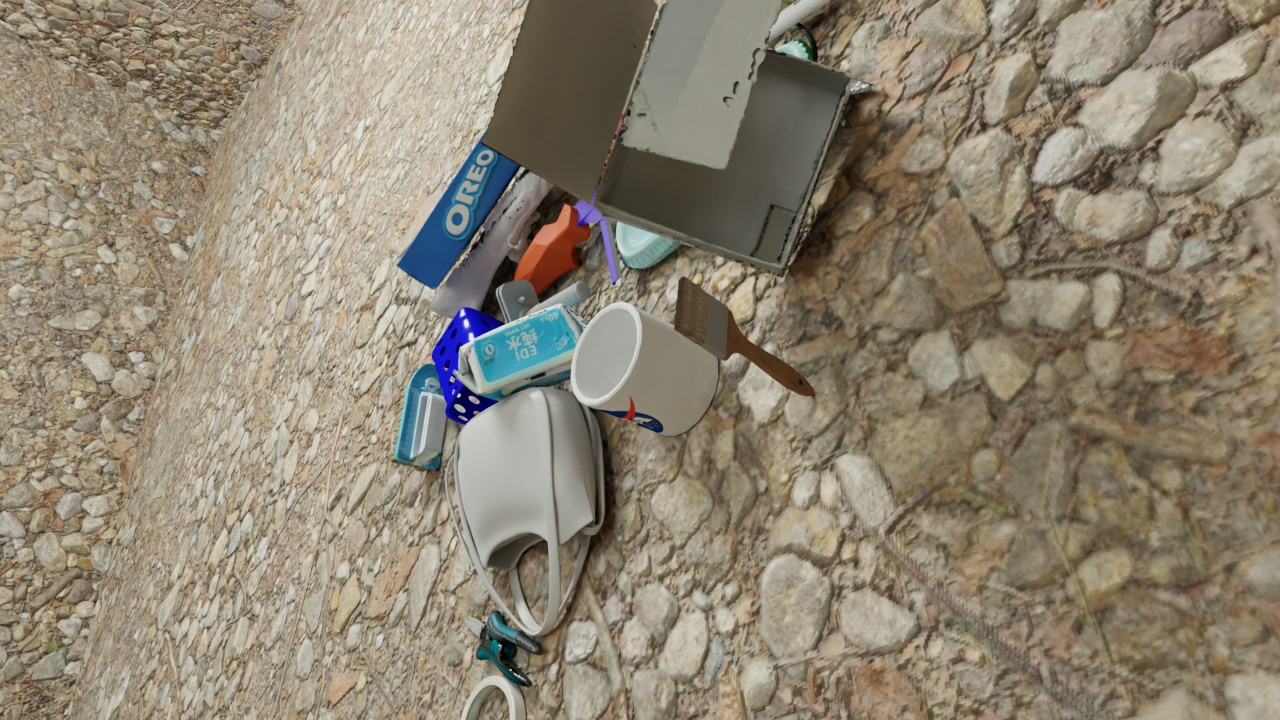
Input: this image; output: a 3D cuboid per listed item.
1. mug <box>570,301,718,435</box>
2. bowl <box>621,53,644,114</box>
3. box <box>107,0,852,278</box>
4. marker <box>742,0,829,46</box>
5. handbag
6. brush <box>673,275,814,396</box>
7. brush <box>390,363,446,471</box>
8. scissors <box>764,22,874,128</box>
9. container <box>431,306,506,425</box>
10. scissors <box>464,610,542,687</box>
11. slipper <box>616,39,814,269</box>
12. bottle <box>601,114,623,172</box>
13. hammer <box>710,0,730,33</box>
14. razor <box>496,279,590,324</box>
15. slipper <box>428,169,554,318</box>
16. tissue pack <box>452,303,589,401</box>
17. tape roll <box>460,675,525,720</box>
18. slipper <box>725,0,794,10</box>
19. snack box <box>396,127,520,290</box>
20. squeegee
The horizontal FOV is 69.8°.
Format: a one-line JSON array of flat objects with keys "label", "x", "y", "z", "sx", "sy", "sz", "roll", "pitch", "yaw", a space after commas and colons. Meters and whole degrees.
[{"label": "mug", "x": -0.005, "y": 0.005, "z": 0.796, "sx": 0.121, "sy": 0.090, "sz": 0.091, "roll": 26, "pitch": 92, "yaw": 55}, {"label": "bowl", "x": -0.025, "y": -0.298, "z": 1.025, "sx": 0.105, "sy": 0.054, "sz": 0.104, "roll": -28, "pitch": 52, "yaw": 43}, {"label": "box", "x": -0.072, "y": -0.216, "z": 0.646, "sx": 0.149, "sy": 0.505, "sz": 0.167, "roll": 23, "pitch": 95, "yaw": 59}, {"label": "marker", "x": 0.121, "y": -0.306, "z": 0.849, "sx": 0.134, "sy": 0.017, "sz": 0.020, "roll": -24, "pitch": 14, "yaw": 43}, {"label": "handbag", "x": -0.110, "y": 0.153, "z": 0.885, "sx": 0.216, "sy": 0.095, "sz": 0.222, "roll": -28, "pitch": 63, "yaw": 42}, {"label": "brush", "x": 0.077, "y": -0.006, "z": 0.651, "sx": 0.008, "sy": 0.143, "sz": 0.045, "roll": -28, "pitch": 42, "yaw": 39}, {"label": "brush", "x": -0.262, "y": 0.063, "z": 1.124, "sx": 0.076, "sy": 0.055, "sz": 0.135, "roll": -31, "pitch": 48, "yaw": 45}, {"label": "scissors", "x": 0.144, "y": -0.257, "z": 0.818, "sx": 0.210, "sy": 0.015, "sz": 0.154, "roll": 11, "pitch": 78, "yaw": 54}, {"label": "container", "x": -0.173, "y": 0.011, "z": 1.016, "sx": 0.084, "sy": 0.085, "sz": 0.113, "roll": -53, "pitch": 36, "yaw": 17}, {"label": "scissors", "x": -0.137, "y": 0.276, "z": 0.876, "sx": 0.129, "sy": 0.019, "sz": 0.138, "roll": -45, "pitch": 39, "yaw": 28}, {"label": "slipper", "x": 0.050, "y": -0.182, "z": 0.838, "sx": 0.277, "sy": 0.069, "sz": 0.115, "roll": -39, "pitch": 51, "yaw": 39}, {"label": "bottle", "x": -0.069, "y": -0.241, "z": 0.965, "sx": 0.177, "sy": 0.062, "sz": 0.062, "roll": 21, "pitch": 88, "yaw": 18}, {"label": "hammer", "x": 0.077, "y": -0.337, "z": 0.931, "sx": 0.099, "sy": 0.044, "sz": 0.322, "roll": 10, "pitch": 81, "yaw": 54}, {"label": "razor", "x": -0.093, "y": -0.055, "z": 0.953, "sx": 0.116, "sy": 0.047, "sz": 0.088, "roll": -22, "pitch": 89, "yaw": 46}, {"label": "slipper", "x": -0.168, "y": -0.140, "z": 1.101, "sx": 0.247, "sy": 0.074, "sz": 0.112, "roll": -53, "pitch": 27, "yaw": 23}, {"label": "tissue pack", "x": -0.102, "y": -0.005, "z": 0.889, "sx": 0.144, "sy": 0.093, "sz": 0.061, "roll": -23, "pitch": 81, "yaw": 3}, {"label": "tape roll", "x": -0.138, "y": 0.340, "z": 0.845, "sx": 0.093, "sy": 0.013, "sz": 0.092, "roll": -29, "pitch": 50, "yaw": 41}, {"label": "slipper", "x": 0.131, "y": -0.373, "z": 0.850, "sx": 0.191, "sy": 0.081, "sz": 0.091, "roll": 4, "pitch": 65, "yaw": 26}, {"label": "snack box", "x": -0.199, "y": -0.207, "z": 1.117, "sx": 0.239, "sy": 0.056, "sz": 0.195, "roll": -55, "pitch": 12, "yaw": 6}, {"label": "squeegee", "x": -0.097, "y": -0.118, "z": 1.016, "sx": 0.185, "sy": 0.055, "sz": 0.249, "roll": -51, "pitch": 35, "yaw": 36}]
